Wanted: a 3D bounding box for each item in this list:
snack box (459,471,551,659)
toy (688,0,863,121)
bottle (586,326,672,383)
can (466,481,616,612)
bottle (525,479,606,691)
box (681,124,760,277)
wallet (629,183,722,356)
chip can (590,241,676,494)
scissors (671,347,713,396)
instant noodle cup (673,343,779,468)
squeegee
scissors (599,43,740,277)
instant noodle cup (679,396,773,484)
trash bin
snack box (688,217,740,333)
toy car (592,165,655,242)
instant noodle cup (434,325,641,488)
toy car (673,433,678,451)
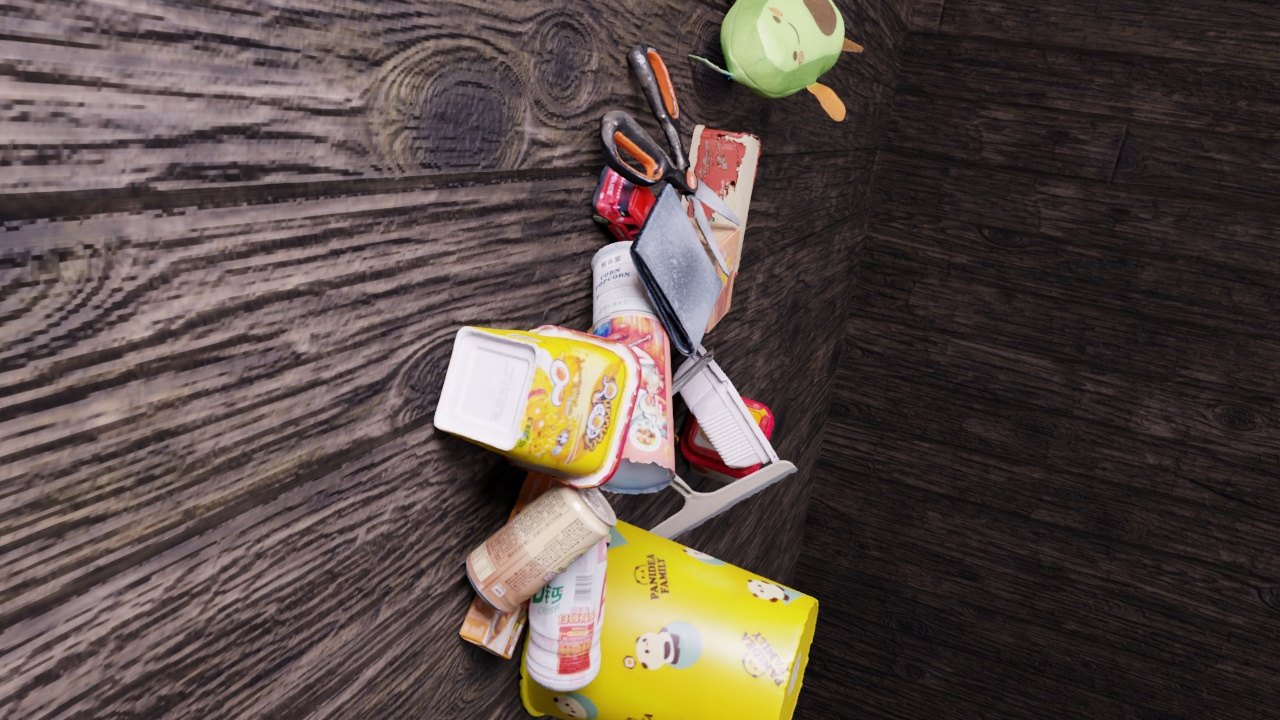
[{"bbox_3d":[-0.107,0.181,0.812,0.075,0.026,0.153,68,40,-62],"label":"snack box"},{"bbox_3d":[0.159,-0.358,1.004,0.090,0.227,0.245,-31,-167,47],"label":"toy"},{"bbox_3d":[-0.006,0.005,0.934,0.175,0.057,0.057,41,64,-70],"label":"bottle"},{"bbox_3d":[-0.080,0.145,0.734,0.116,0.058,0.058,-40,162,6],"label":"can"},{"bbox_3d":[-0.064,0.190,0.806,0.068,0.068,0.197,-34,131,-64],"label":"bottle"},{"bbox_3d":[0.096,-0.180,1.064,0.091,0.079,0.168,-25,126,-68],"label":"box"},{"bbox_3d":[0.033,-0.078,0.790,0.121,0.019,0.097,60,37,-33],"label":"wallet"},{"bbox_3d":[-0.007,0.004,0.789,0.071,0.071,0.214,71,16,-59],"label":"chip can"},{"bbox_3d":[0.000,0.049,0.917,0.206,0.015,0.194,-56,155,9],"label":"scissors"},{"bbox_3d":[0.098,0.063,1.143,0.138,0.060,0.173,56,3,-22],"label":"instant noodle cup"},{"bbox_3d":[0.016,0.129,1.041,0.246,0.247,0.039,37,27,-47],"label":"squeegee"},{"bbox_3d":[0.034,-0.184,0.834,0.220,0.022,0.224,-3,83,-56],"label":"scissors"},{"bbox_3d":[0.120,0.118,1.321,0.124,0.116,0.116,93,18,-66],"label":"instant noodle cup"},{"bbox_3d":[0.039,0.301,0.965,0.229,0.255,0.229,14,89,-71],"label":"trash bin"},{"bbox_3d":[0.043,-0.093,0.950,0.076,0.093,0.094,-45,145,-57],"label":"snack box"},{"bbox_3d":[-0.009,-0.136,0.847,0.120,0.045,0.053,43,64,-72],"label":"toy car"},{"bbox_3d":[-0.077,0.028,0.676,0.123,0.116,0.116,18,86,-60],"label":"instant noodle cup"},{"bbox_3d":[0.014,0.081,1.086,0.056,0.037,0.122,-60,143,-47],"label":"toy car"}]
